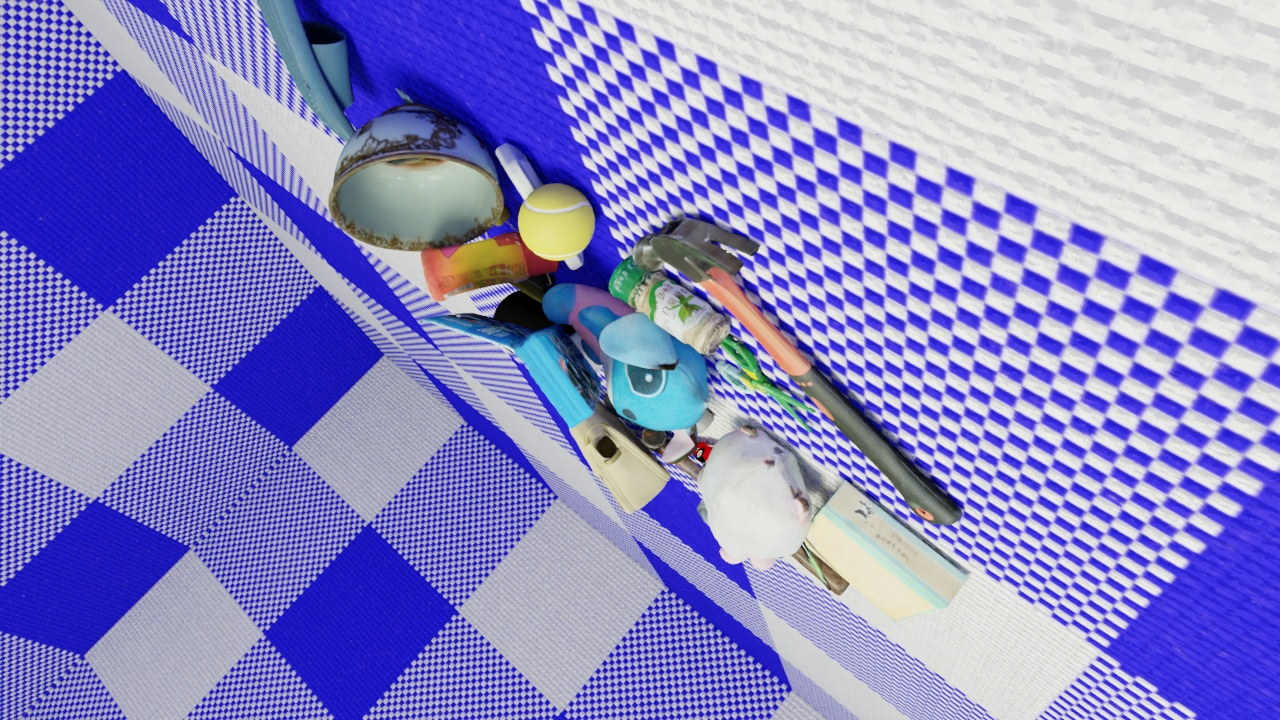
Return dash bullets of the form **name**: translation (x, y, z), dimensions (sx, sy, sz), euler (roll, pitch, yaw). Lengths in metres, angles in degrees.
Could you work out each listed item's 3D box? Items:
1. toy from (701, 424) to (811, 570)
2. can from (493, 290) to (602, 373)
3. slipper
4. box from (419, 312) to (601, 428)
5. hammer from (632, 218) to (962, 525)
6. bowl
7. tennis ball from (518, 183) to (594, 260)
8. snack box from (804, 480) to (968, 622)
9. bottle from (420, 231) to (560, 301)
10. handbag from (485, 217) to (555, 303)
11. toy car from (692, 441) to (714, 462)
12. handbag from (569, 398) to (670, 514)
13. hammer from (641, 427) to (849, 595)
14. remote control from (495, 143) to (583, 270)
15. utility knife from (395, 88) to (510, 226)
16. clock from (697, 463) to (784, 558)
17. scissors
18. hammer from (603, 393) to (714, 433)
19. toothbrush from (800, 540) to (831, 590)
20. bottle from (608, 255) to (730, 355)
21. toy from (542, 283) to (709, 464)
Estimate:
- **toy**: translation (0.112, 0.156, 0.969), dimensions (0.138, 0.101, 0.180), euler (55, 152, 26)
- **can**: translation (-0.113, -0.029, 1.118), dimensions (0.146, 0.080, 0.080), euler (28, 160, 43)
- **slipper**: translation (-0.327, -0.316, 0.901), dimensions (0.104, 0.059, 0.214), euler (39, 154, 46)
- **box**: translation (-0.109, -0.015, 0.919), dimensions (0.175, 0.060, 0.243), euler (36, -177, -3)
- **hammer**: translation (0.134, 0.016, 0.714), dimensions (0.333, 0.033, 0.133), euler (44, 165, -14)
- **bowl**: translation (-0.211, -0.183, 0.865), dimensions (0.160, 0.160, 0.093), euler (81, 179, -68)
- **tennis ball**: translation (-0.072, -0.118, 0.785), dimensions (0.065, 0.065, 0.065), euler (39, 165, 12)
- **snack box**: translation (0.238, 0.202, 0.942), dimensions (0.141, 0.044, 0.194), euler (39, 165, 14)
- **bottle**: translation (-0.147, -0.098, 0.914), dimensions (0.071, 0.134, 0.048), euler (104, 152, -75)
- **handbag**: translation (-0.135, -0.118, 1.012), dimensions (0.084, 0.027, 0.178), euler (31, 166, 13)
- **toy car**: translation (0.079, 0.114, 1.140), dimensions (0.038, 0.025, 0.089), euler (28, 176, -21)
- **handbag**: translation (-0.041, 0.134, 1.295), dimensions (0.191, 0.088, 0.233), euler (49, 177, -21)
- **hammer**: translation (0.137, 0.198, 1.224), dimensions (0.330, 0.033, 0.120), euler (38, 175, 10)
- **remote control**: translation (-0.089, -0.140, 0.840), dimensions (0.133, 0.022, 0.050), euler (57, -179, -45)
- **utility knife**: translation (-0.192, -0.207, 0.938), dimensions (0.029, 0.020, 0.174), euler (20, 153, 52)
- **clock**: translation (0.125, 0.169, 1.080), dimensions (0.117, 0.058, 0.158), euler (14, 151, 35)
- **scissors**: translation (0.108, 0.023, 0.832), dimensions (0.127, 0.011, 0.123), euler (45, 166, -8)
- **hammer**: translation (-0.004, 0.045, 1.157), dimensions (0.125, 0.029, 0.311), euler (43, 166, -6)
- **toothbrush**: translation (0.156, 0.169, 1.004), dimensions (0.188, 0.017, 0.014), euler (60, 171, 8)
- **bottle**: translation (0.025, -0.047, 0.789), dimensions (0.110, 0.042, 0.043), euler (36, 165, 21)
- **toy**: translation (-0.005, 0.005, 0.915), dimensions (0.191, 0.098, 0.224), euler (40, 166, 35)
